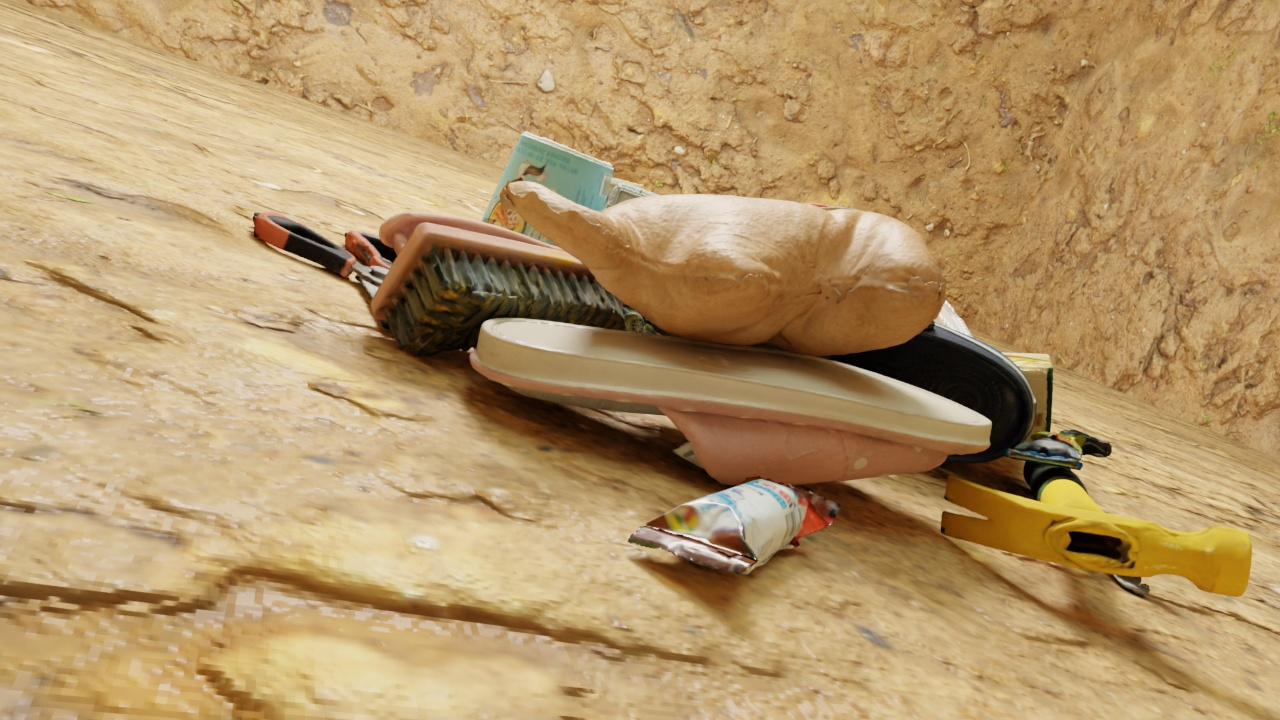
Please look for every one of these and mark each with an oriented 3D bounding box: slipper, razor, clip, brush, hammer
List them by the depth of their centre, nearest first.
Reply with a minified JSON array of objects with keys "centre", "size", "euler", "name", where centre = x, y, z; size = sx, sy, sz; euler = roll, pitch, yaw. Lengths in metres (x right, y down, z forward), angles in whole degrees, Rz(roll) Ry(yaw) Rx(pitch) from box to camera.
[{"centre":[0.051,0.026,0.458],"size":[0.274,0.054,0.114],"euler":[9,12,-18],"name":"slipper"},{"centre":[-0.068,-0.041,0.496],"size":[0.145,0.063,0.073],"euler":[4,48,-42],"name":"brush"},{"centre":[0.276,0.118,0.528],"size":[0.024,0.028,0.057],"euler":[22,2,-3],"name":"clip"},{"centre":[0.252,0.083,0.549],"size":[0.129,0.033,0.300],"euler":[8,3,20],"name":"hammer"},{"centre":[0.289,0.057,0.609],"size":[0.043,0.022,0.142],"euler":[11,4,41],"name":"razor"},{"centre":[0.135,0.003,0.612],"size":[0.253,0.105,0.095],"euler":[25,17,10],"name":"slipper"}]

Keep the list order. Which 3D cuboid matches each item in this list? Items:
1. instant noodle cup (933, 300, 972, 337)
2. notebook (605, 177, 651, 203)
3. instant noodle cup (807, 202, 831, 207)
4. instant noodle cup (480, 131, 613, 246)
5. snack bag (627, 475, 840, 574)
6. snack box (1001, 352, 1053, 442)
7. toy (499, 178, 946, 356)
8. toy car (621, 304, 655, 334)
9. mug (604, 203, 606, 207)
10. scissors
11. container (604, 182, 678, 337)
[{"centre":[0.281,-0.039,0.929],"size":[0.173,0.060,0.137],"euler":[37,27,-26],"name":"instant noodle cup"},{"centre":[0.027,-0.125,0.876],"size":[0.206,0.010,0.146],"euler":[29,-3,-41],"name":"notebook"},{"centre":[0.134,-0.044,0.734],"size":[0.151,0.151,0.111],"euler":[20,20,1],"name":"instant noodle cup"},{"centre":[-0.079,-0.115,0.740],"size":[0.111,0.120,0.111],"euler":[19,11,-4],"name":"instant noodle cup"},{"centre":[0.039,0.061,0.347],"size":[0.048,0.026,0.104],"euler":[13,6,30],"name":"snack bag"},{"centre":[0.272,0.026,0.745],"size":[0.115,0.063,0.239],"euler":[3,4,23],"name":"snack box"},{"centre":[0.036,-0.048,0.459],"size":[0.225,0.082,0.143],"euler":[5,0,-19],"name":"toy"},{"centre":[-0.039,-0.038,0.667],"size":[0.105,0.031,0.049],"euler":[26,7,-7],"name":"toy car"},{"centre":[-0.071,-0.113,0.864],"size":[0.106,0.082,0.111],"euler":[26,30,24],"name":"mug"},{"centre":[-0.175,-0.057,0.568],"size":[0.214,0.015,0.196],"euler":[23,11,7],"name":"scissors"},{"centre":[0.009,-0.079,0.725],"size":[0.090,0.090,0.111],"euler":[22,-6,10],"name":"container"}]
